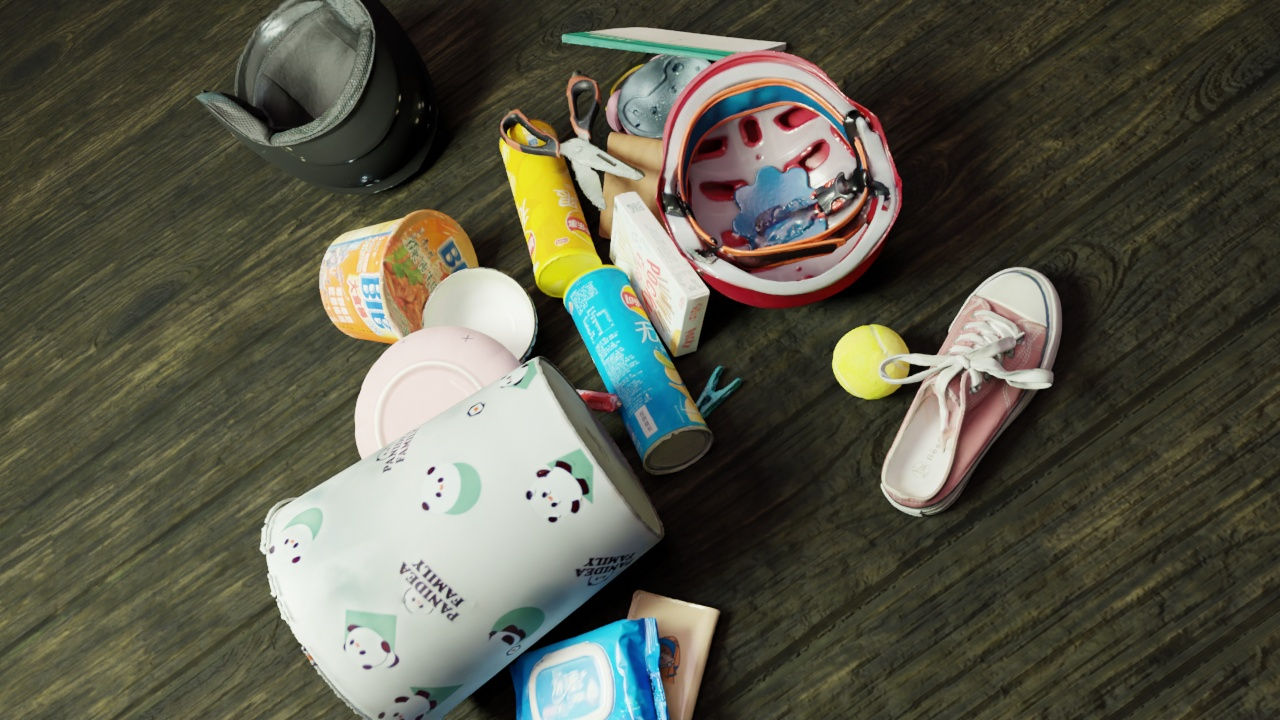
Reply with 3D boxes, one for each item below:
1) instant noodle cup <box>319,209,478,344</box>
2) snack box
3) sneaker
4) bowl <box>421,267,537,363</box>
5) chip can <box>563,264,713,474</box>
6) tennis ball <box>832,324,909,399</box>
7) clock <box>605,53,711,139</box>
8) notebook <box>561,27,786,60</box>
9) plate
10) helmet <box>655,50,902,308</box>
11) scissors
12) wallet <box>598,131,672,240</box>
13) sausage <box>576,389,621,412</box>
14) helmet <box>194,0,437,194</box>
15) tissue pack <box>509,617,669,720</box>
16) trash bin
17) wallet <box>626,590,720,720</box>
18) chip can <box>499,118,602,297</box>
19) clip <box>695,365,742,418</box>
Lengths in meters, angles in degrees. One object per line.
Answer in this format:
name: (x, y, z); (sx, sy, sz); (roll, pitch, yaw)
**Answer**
instant noodle cup: (-0.263, -0.083, 0.990); (0.112, 0.151, 0.151); (1, 64, 31)
snack box: (0.015, -0.088, 0.913); (0.026, 0.085, 0.156); (-17, 54, -21)
sneaker: (0.272, 0.015, 0.755); (0.118, 0.088, 0.240); (28, 77, 31)
bowl: (-0.162, -0.034, 0.954); (0.116, 0.066, 0.116); (0, 84, 1)
chip can: (-0.005, 0.005, 0.881); (0.071, 0.071, 0.210); (-30, 57, 4)
tennis ball: (0.202, 0.001, 0.803); (0.065, 0.065, 0.065); (-9, 61, 17)
clock: (0.026, -0.288, 1.031); (0.117, 0.060, 0.158); (-45, 59, -4)
notebook: (0.039, -0.357, 1.033); (0.209, 0.012, 0.150); (17, 29, 27)
plate: (-0.195, 0.061, 0.895); (0.192, 0.039, 0.192); (0, 89, 11)
helmet: (0.127, -0.154, 0.862); (0.207, 0.144, 0.239); (-20, 69, 8)
scissors: (-0.074, -0.237, 0.979); (0.189, 0.015, 0.223); (-3, 59, 21)
wallet: (0.005, -0.177, 0.970); (0.101, 0.020, 0.115); (15, 106, 29)
sausage: (-0.063, 0.036, 0.883); (0.156, 0.020, 0.020); (5, 62, 55)
helmet: (-0.377, -0.330, 1.112); (0.233, 0.230, 0.274); (-45, 49, 3)
tissue pack: (-0.047, 0.272, 0.747); (0.157, 0.052, 0.094); (-27, 58, 27)
trash bin: (-0.133, 0.142, 0.762); (0.252, 0.229, 0.229); (-34, 57, 2)
wallet: (0.012, 0.255, 0.769); (0.087, 0.024, 0.115); (7, 69, 28)
chip can: (-0.101, -0.171, 1.011); (0.072, 0.072, 0.213); (-24, 57, 8)
clip: (0.070, 0.032, 0.871); (0.037, 0.013, 0.055); (35, 78, 33)
